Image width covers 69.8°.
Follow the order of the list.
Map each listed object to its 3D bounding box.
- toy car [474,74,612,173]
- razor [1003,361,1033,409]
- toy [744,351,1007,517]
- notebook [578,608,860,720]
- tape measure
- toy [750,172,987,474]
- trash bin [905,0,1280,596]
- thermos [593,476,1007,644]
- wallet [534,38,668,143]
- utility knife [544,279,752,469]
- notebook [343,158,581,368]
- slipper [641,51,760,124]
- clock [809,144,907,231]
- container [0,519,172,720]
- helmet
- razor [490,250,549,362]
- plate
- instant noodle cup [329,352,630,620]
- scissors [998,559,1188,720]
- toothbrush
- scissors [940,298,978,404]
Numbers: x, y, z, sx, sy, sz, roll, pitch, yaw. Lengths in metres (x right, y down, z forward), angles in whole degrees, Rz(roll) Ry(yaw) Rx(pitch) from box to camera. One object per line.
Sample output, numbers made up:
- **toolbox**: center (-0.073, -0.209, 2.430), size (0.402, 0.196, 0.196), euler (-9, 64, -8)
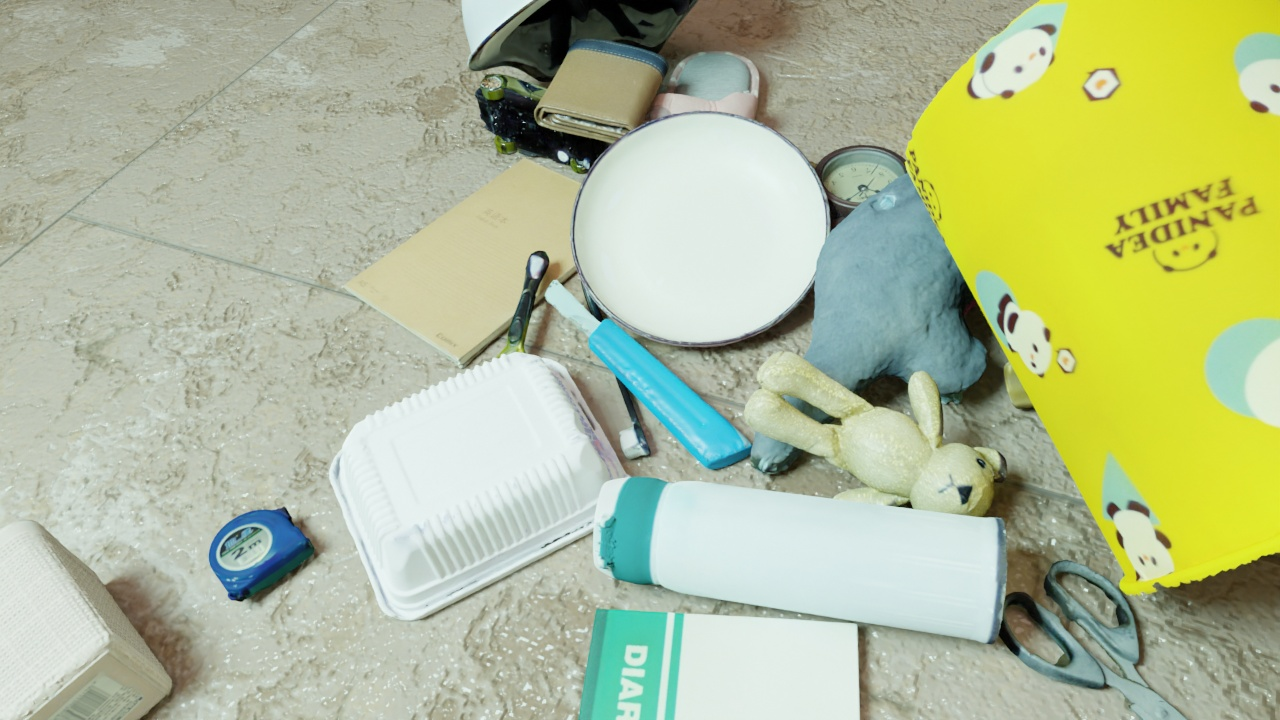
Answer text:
- **toy car**: center (-0.086, -0.216, 0.834), size (0.158, 0.070, 0.042), euler (23, 54, 24)
- **razor**: center (0.315, 0.001, 0.579), size (0.167, 0.067, 0.062), euler (-11, 84, 8)
- **toy**: center (0.136, 0.048, 0.539), size (0.157, 0.066, 0.105), euler (28, 91, 2)
- **notebook**: center (0.034, 0.225, 0.456), size (0.150, 0.012, 0.208), euler (0, 49, 11)
- **tape measure**: center (-0.244, 0.122, 0.585), size (0.058, 0.025, 0.054), euler (-36, 50, -26)
- **toy**: center (0.198, -0.057, 0.615), size (0.355, 0.091, 0.138), euler (-34, 89, -13)
- **trash bin**: center (0.278, -0.049, 0.460), size (0.229, 0.230, 0.255), euler (-23, 70, -11)
- **thermos**: center (0.082, 0.106, 0.518), size (0.224, 0.073, 0.073), euler (6, 49, 14)
- **wallet**: center (-0.031, -0.228, 0.775), size (0.090, 0.033, 0.115), euler (14, 47, 4)
- **utility knife**: center (-0.004, 0.004, 0.638), size (0.034, 0.018, 0.202), euler (-36, 61, -20)
- **notebook**: center (-0.122, -0.092, 0.767), size (0.149, 0.012, 0.211), euler (30, 58, 31)
- **slipper**: center (0.048, -0.206, 0.806), size (0.114, 0.054, 0.273), euler (10, 49, 12)
- **clock**: center (0.174, -0.115, 0.707), size (0.082, 0.055, 0.121), euler (-10, 49, 0)
- **container**: center (-0.340, 0.168, 0.520), size (0.111, 0.090, 0.090), euler (31, 59, 27)
- **helmet**: center (-0.053, -0.363, 0.832), size (0.258, 0.146, 0.229), euler (-18, 4, -17)
- **razor**: center (-0.087, -0.028, 0.684), size (0.043, 0.022, 0.142), euler (3, 58, 10)
- **plate**: center (0.044, -0.096, 0.693), size (0.192, 0.039, 0.192), euler (-2, 72, 5)
- **instant noodle cup**: center (-0.106, 0.064, 0.580), size (0.173, 0.060, 0.138), euler (-24, 58, -14)
- **scissors**: center (0.251, 0.180, 0.460), size (0.142, 0.014, 0.172), euler (1, 50, 6)
- **toothbrush**: center (-0.023, 0.000, 0.665), size (0.018, 0.016, 0.181), euler (-21, 48, 2)
- **scissors**: center (0.213, -0.023, 0.646), size (0.064, 0.017, 0.135), euler (12, 54, 8)
